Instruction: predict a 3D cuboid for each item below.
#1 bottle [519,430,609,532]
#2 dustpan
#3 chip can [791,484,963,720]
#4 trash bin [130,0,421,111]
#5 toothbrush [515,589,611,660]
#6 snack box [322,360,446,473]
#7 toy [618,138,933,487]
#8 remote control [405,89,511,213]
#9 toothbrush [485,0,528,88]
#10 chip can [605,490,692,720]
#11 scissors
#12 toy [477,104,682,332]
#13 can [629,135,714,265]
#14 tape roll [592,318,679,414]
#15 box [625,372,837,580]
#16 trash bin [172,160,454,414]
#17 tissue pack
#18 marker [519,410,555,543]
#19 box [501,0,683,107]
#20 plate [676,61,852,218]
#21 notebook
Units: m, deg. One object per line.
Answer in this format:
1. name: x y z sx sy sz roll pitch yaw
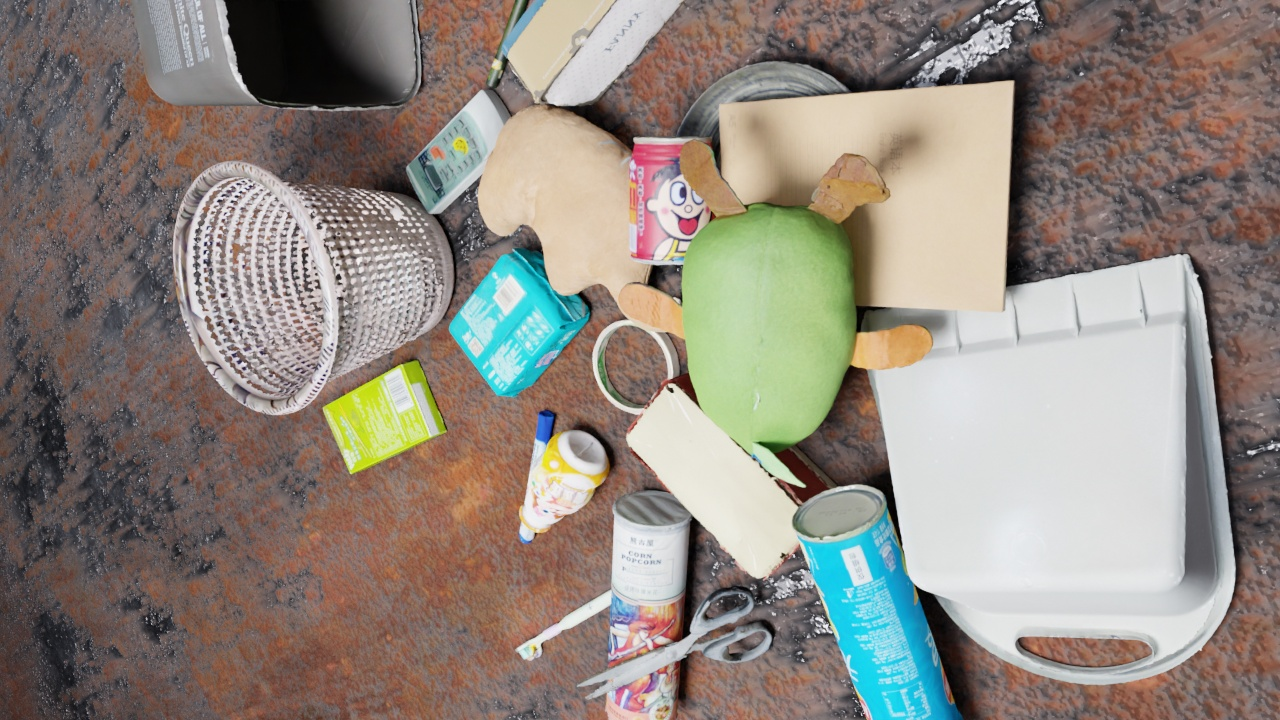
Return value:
1. bottle: -0.076 0.117 0.866 0.063 0.063 0.109 46 123 16
2. dustpan: 0.287 0.090 0.645 0.223 0.142 0.257 -10 67 36
3. chip can: 0.178 0.199 0.681 0.071 0.071 0.210 -11 109 36
4. trash bin: -0.358 -0.330 0.869 0.220 0.198 0.199 6 106 39
5. toothbrush: -0.061 0.259 0.922 0.190 0.029 0.020 -40 38 33
6. snack box: -0.286 0.065 1.017 0.157 0.026 0.086 -25 88 36
7. toy: 0.091 -0.034 0.652 0.227 0.089 0.247 12 120 19
8. remote control: -0.172 -0.197 0.875 0.135 0.019 0.056 -32 84 36
9. toothbrush: -0.102 -0.325 0.798 0.017 0.012 0.186 42 122 25
10. chip can: 0.006 0.231 0.836 0.071 0.071 0.215 14 110 31
11. scissors: 0.034 0.261 0.803 0.146 0.014 0.172 27 102 -11
12. toy: -0.042 -0.120 0.775 0.226 0.082 0.144 43 126 14
13. can: 0.024 -0.124 0.704 0.067 0.066 0.094 9 107 32
14. tape roll: -0.005 0.005 0.818 0.086 0.013 0.086 10 108 32
15. box: 0.069 0.092 0.750 0.168 0.080 0.092 45 122 17
16. trash bin: -0.297 -0.080 0.883 0.228 0.191 0.228 9 107 32
17. tissue pack: -0.117 -0.033 0.862 0.093 0.050 0.134 52 125 10
18. marker: -0.104 0.118 0.914 0.017 0.016 0.146 23 114 28
19. box: -0.023 -0.280 0.711 0.185 0.089 0.061 -43 76 32
20. plate: 0.103 -0.136 0.703 0.180 0.024 0.179 10 108 34
21. notebook: 0.151 -0.113 0.652 0.212 0.012 0.149 6 106 33
